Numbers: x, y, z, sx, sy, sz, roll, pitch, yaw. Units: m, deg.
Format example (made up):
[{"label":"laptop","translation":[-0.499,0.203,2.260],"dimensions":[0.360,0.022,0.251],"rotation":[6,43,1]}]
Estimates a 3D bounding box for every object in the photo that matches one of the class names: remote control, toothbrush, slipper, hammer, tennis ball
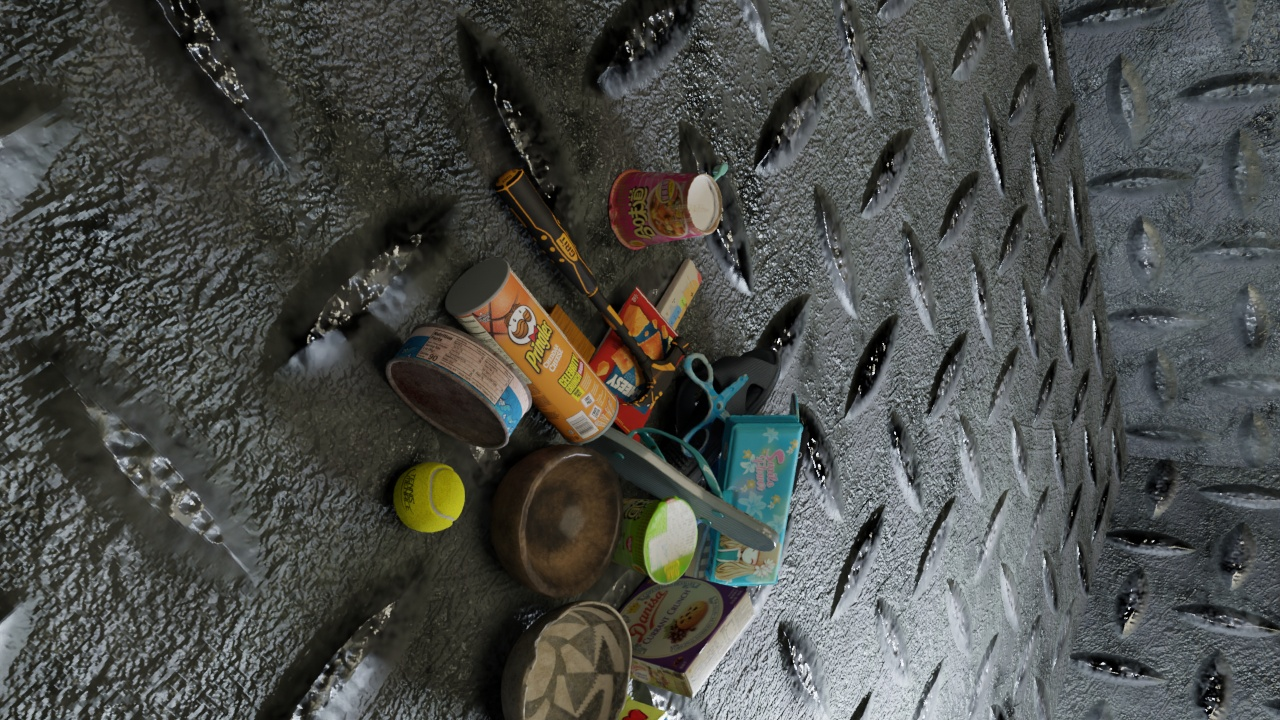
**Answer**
[{"label":"remote control","translation":[0.046,-0.078,1.183],"dimensions":[0.038,0.018,0.125],"rotation":[56,50,-36]},{"label":"toothbrush","translation":[0.078,-0.221,1.215],"dimensions":[0.134,0.017,0.022],"rotation":[-52,130,-31]},{"label":"slipper","translation":[0.048,0.138,1.078],"dimensions":[0.269,0.098,0.054],"rotation":[34,62,-8]},{"label":"slipper","translation":[0.093,0.317,1.233],"dimensions":[0.114,0.054,0.272],"rotation":[16,85,-65]},{"label":"slipper","translation":[0.083,0.058,1.185],"dimensions":[0.262,0.101,0.082],"rotation":[-50,121,-28]},{"label":"hammer","translation":[-0.057,-0.076,1.016],"dimensions":[0.123,0.036,0.320],"rotation":[-53,123,-24]},{"label":"tennis ball","translation":[-0.199,0.129,0.864],"dimensions":[0.065,0.065,0.065],"rotation":[-5,96,-50]}]

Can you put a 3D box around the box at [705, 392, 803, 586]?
[{"label":"box","translation":[0.162,0.169,1.159],"dimensions":[0.169,0.086,0.227],"rotation":[-15,118,-45]}]

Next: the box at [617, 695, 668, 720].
[{"label":"box","translation":[-0.011,0.538,1.115],"dimensions":[0.124,0.083,0.221],"rotation":[-29,112,-47]}]

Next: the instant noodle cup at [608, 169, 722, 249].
[{"label":"instant noodle cup","translation":[0.034,-0.182,1.089],"dimensions":[0.097,0.109,0.098],"rotation":[-5,96,-51]}]

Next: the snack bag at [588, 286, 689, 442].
[{"label":"snack bag","translation":[-0.007,0.006,1.107],"dimensions":[0.131,0.039,0.143],"rotation":[47,64,-39]}]

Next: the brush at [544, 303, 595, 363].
[{"label":"brush","translation":[-0.097,-0.034,1.013],"dimensions":[0.126,0.017,0.048],"rotation":[51,56,-39]}]

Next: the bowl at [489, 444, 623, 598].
[{"label":"bowl","translation":[-0.096,0.169,0.988],"dimensions":[0.161,0.070,0.162],"rotation":[-5,96,-50]}]

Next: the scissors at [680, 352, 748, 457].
[{"label":"scissors","translation":[0.084,0.058,1.121],"dimensions":[0.134,0.011,0.139],"rotation":[46,68,-27]}]

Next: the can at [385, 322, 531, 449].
[{"label":"can","translation":[-0.167,0.025,0.844],"dimensions":[0.130,0.130,0.044],"rotation":[55,53,-37]}]

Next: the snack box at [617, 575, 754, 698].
[{"label":"snack box","translation":[0.038,0.322,1.100],"dimensions":[0.143,0.148,0.040],"rotation":[-41,121,-41]}]

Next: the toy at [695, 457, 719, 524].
[{"label":"toy","translation":[0.059,0.198,1.176],"dimensions":[0.176,0.071,0.113],"rotation":[-51,153,-14]}]

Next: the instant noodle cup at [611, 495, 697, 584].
[{"label":"instant noodle cup","translation":[-0.005,0.202,1.071],"dimensions":[0.098,0.108,0.099],"rotation":[-4,96,-50]}]

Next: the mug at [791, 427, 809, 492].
[{"label":"mug","translation":[0.183,0.129,1.327],"dimensions":[0.113,0.078,0.087],"rotation":[26,71,-21]}]

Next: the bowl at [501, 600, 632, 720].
[{"label":"bowl","translation":[-0.091,0.343,0.998],"dimensions":[0.178,0.081,0.178],"rotation":[-6,98,-50]}]

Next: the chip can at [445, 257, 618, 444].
[{"label":"chip can","translation":[-0.108,-0.005,0.955],"dimensions":[0.215,0.075,0.075],"rotation":[53,54,-37]}]
